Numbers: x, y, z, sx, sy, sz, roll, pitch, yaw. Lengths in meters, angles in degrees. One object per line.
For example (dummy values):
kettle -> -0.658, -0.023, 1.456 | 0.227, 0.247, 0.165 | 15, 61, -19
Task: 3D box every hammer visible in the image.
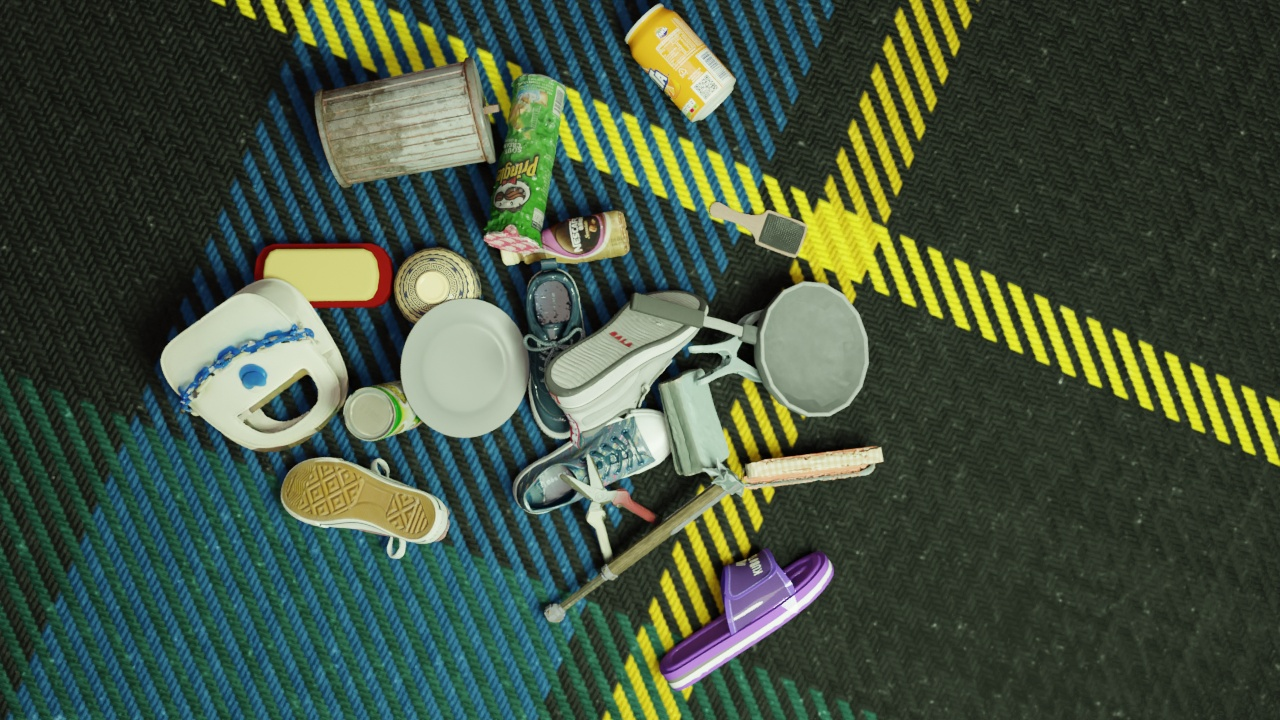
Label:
hammer -> 0.003, 0.247, 1.203 | 0.317, 0.147, 0.028 | -38, 62, 6

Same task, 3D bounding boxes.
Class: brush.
brush -> -0.409, -0.110, 1.185 | 0.173, 0.042, 0.082 | -1, 91, -4
brush -> 0.158, -0.184, 1.241 | 0.135, 0.015, 0.050 | 20, 90, -5

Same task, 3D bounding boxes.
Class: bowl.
bowl -> -0.265, -0.093, 1.187 | 0.112, 0.061, 0.112 | 0, 91, -4

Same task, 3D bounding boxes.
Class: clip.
clip -> 0.147, 0.015, 1.212 | 0.171, 0.029, 0.141 | -25, 95, -25

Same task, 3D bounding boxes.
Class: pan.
pan -> 0.143, -0.033, 1.173 | 0.356, 0.041, 0.178 | 14, 79, -26

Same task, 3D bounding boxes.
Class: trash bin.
trash bin -> -0.281, -0.297, 1.149 | 0.211, 0.131, 0.131 | -12, 92, -3

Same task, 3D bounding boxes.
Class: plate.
plate -> -0.224, 0.010, 1.181 | 0.178, 0.012, 0.178 | -1, 92, -35

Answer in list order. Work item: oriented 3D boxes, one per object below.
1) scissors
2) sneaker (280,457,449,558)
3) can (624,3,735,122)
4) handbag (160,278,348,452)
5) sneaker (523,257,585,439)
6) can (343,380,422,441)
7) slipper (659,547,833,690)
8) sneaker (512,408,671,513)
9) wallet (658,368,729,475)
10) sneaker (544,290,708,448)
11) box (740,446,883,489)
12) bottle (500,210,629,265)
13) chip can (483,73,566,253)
scissors -> -0.036, 0.201, 1.194 | 0.193, 0.015, 0.180 | 6, 115, -29
sneaker -> -0.343, 0.185, 1.175 | 0.241, 0.088, 0.118 | 11, 78, 19
can -> 0.052, -0.387, 1.196 | 0.079, 0.079, 0.142 | -43, 94, -3
handbag -> -0.474, 0.018, 1.146 | 0.201, 0.092, 0.199 | -35, 103, 13
sneaker -> -0.107, -0.013, 1.187 | 0.089, 0.087, 0.235 | -6, 93, -4
can -> -0.318, 0.061, 1.155 | 0.067, 0.121, 0.067 | 0, 93, 6
slipper -> 0.124, 0.318, 1.208 | 0.266, 0.107, 0.084 | -36, 94, 2
sneaker -> -0.060, 0.131, 1.199 | 0.235, 0.079, 0.087 | -25, 93, -3
wallet -> 0.068, 0.079, 1.199 | 0.054, 0.100, 0.131 | -12, 92, 22
sneaker -> -0.007, 0.007, 1.183 | 0.097, 0.129, 0.262 | 32, 55, 32
box -> 0.227, 0.142, 1.228 | 0.187, 0.083, 0.043 | -6, 77, -2
bottle -> -0.100, -0.154, 1.202 | 0.166, 0.059, 0.059 | -9, 92, 5
chip can -> -0.145, -0.252, 1.168 | 0.075, 0.075, 0.223 | 9, 79, -5
